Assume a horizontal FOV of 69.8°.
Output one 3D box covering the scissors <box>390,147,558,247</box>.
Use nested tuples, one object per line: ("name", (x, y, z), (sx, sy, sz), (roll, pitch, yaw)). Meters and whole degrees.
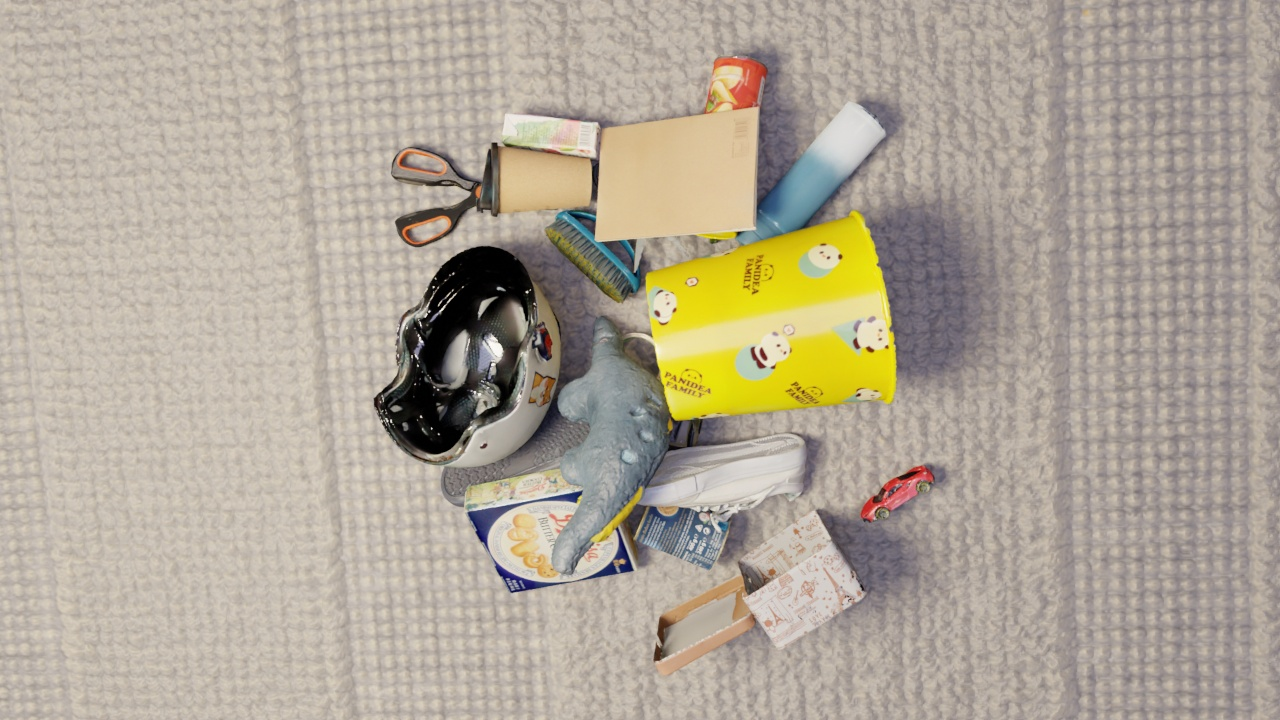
("scissors", (-0.228, -0.211, 1.216), (0.224, 0.021, 0.204), (30, 96, -3))

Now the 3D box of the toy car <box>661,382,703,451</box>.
("toy car", (0.045, 0.092, 1.204), (0.070, 0.042, 0.158), (13, 98, 5))

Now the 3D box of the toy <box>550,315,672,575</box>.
("toy", (-0.031, 0.080, 1.097), (0.138, 0.091, 0.355), (-13, 52, 23))

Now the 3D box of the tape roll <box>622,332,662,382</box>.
("tape roll", (-0.007, 0.007, 1.198), (0.086, 0.014, 0.085), (-3, 83, 26))

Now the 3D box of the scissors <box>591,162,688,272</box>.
("scissors", (0.003, -0.200, 1.177), (0.159, 0.014, 0.181), (19, 82, 12))

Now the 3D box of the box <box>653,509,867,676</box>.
("box", (0.139, 0.301, 1.144), (0.261, 0.177, 0.082), (-33, 90, 5))

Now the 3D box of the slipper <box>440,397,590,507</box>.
("slipper", (-0.130, 0.127, 1.204), (0.268, 0.083, 0.110), (-23, 49, 10))

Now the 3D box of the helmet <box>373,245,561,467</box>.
("helmet", (-0.191, 0.012, 1.154), (0.230, 0.157, 0.273), (7, 73, 34))

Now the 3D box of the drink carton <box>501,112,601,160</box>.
("drink carton", (-0.113, -0.289, 1.180), (0.122, 0.053, 0.045), (7, 91, 5))

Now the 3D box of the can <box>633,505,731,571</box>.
("can", (0.056, 0.220, 1.195), (0.111, 0.075, 0.075), (22, 96, 3))

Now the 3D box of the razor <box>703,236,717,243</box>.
("razor", (0.036, -0.180, 1.190), (0.132, 0.028, 0.043), (7, 99, 7))

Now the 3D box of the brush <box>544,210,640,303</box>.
("brush", (-0.053, -0.143, 1.188), (0.144, 0.055, 0.073), (43, 75, 1))

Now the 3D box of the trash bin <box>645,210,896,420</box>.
("trash bin", (0.149, -0.039, 1.087), (0.255, 0.229, 0.229), (-11, 93, 6))

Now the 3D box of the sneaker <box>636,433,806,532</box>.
("sneaker", (0.099, 0.161, 1.166), (0.242, 0.089, 0.091), (-10, 109, -16))

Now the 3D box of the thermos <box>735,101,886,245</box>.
("thermos", (0.209, -0.221, 1.150), (0.070, 0.070, 0.220), (42, 97, 1))

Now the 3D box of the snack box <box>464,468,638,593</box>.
("snack box", (-0.111, 0.217, 1.178), (0.182, 0.045, 0.178), (-12, 131, 6))

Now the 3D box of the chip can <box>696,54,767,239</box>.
("chip can", (0.105, -0.263, 1.139), (0.073, 0.073, 0.216), (12, 89, 4))

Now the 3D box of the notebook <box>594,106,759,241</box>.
("notebook", (0.042, -0.225, 1.118), (0.212, 0.012, 0.149), (-1, 81, 26))

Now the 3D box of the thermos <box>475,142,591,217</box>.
("thermos", (-0.136, -0.227, 1.165), (0.143, 0.093, 0.093), (0, 95, -11))

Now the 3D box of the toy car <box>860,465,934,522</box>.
("toy car", (0.327, 0.172, 1.179), (0.106, 0.049, 0.031), (-37, 90, 7))
